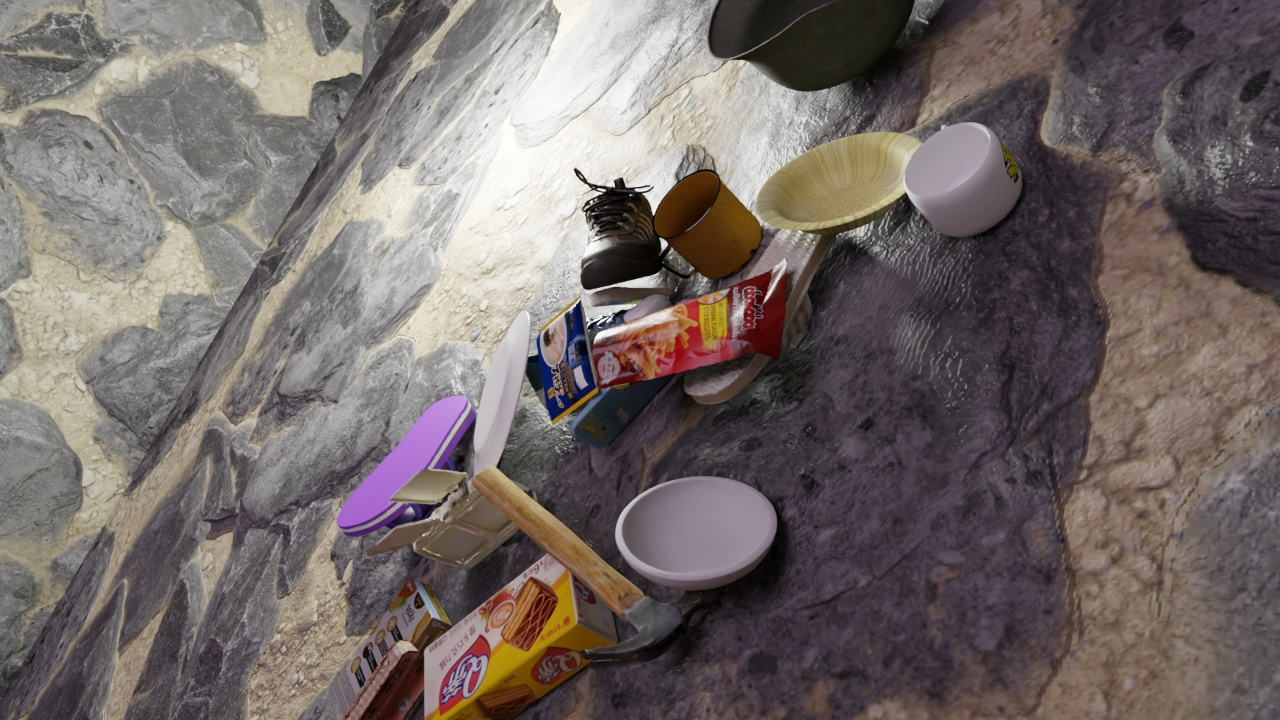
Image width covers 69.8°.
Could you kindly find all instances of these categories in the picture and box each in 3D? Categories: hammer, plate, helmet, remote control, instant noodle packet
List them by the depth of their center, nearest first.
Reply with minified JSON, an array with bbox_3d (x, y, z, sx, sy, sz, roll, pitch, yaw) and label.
[{"bbox_3d":[-0.077,0.193,0.937,0.132,0.033,0.331,-39,42,-21],"label":"hammer"},{"bbox_3d":[0.218,-0.180,0.986,0.184,0.036,0.184,-19,34,13],"label":"plate"},{"bbox_3d":[-0.088,-0.001,1.092,0.087,0.026,0.134,-37,52,36],"label":"instant noodle packet"},{"bbox_3d":[0.230,-0.425,1.109,0.269,0.153,0.226,-30,41,38],"label":"helmet"},{"bbox_3d":[-0.012,-0.080,1.140,0.038,0.125,0.018,-16,84,40],"label":"remote control"},{"bbox_3d":[-0.193,0.049,1.229,0.243,0.016,0.242,-165,91,-73],"label":"plate"}]

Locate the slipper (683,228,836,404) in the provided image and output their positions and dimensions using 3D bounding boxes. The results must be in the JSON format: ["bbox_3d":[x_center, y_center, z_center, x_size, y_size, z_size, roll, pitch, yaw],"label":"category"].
[{"bbox_3d":[0.136,-0.053,0.987,0.115,0.052,0.262,-2,48,54],"label":"slipper"}]

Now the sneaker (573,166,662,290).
[{"bbox_3d":[-0.027,-0.178,1.144,0.101,0.143,0.237,-10,18,11],"label":"sneaker"}]

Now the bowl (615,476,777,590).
[{"bbox_3d":[0.053,0.168,0.856,0.149,0.043,0.149,-7,28,3],"label":"bowl"}]

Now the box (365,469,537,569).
[{"bbox_3d":[-0.227,0.190,1.093,0.145,0.187,0.058,-42,51,21],"label":"box"}]

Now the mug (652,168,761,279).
[{"bbox_3d":[0.075,-0.152,1.105,0.123,0.094,0.100,-53,35,-2],"label":"mug"}]

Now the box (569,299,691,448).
[{"bbox_3d":[-0.006,0.007,1.084,0.209,0.085,0.073,-48,46,7],"label":"box"}]

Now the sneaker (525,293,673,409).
[{"bbox_3d":[-0.058,-0.026,1.146,0.236,0.079,0.087,-35,6,32],"label":"sneaker"}]

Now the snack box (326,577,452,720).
[{"bbox_3d":[-0.320,0.381,1.161,0.186,0.031,0.101,-55,34,-2],"label":"snack box"}]

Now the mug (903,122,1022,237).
[{"bbox_3d":[0.306,-0.178,0.876,0.095,0.068,0.115,-27,42,34],"label":"mug"}]

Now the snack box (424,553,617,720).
[{"bbox_3d":[-0.133,0.306,0.978,0.231,0.061,0.110,-40,36,18],"label":"snack box"}]

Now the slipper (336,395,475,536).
[{"bbox_3d":[-0.310,0.167,1.309,0.107,0.084,0.265,-8,34,32],"label":"slipper"}]

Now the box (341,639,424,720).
[{"bbox_3d":[-0.313,0.422,1.088,0.187,0.071,0.056,-57,-5,-2],"label":"box"}]

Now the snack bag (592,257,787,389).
[{"bbox_3d":[0.057,-0.028,0.959,0.208,0.067,0.138,-14,36,27],"label":"snack bag"}]
